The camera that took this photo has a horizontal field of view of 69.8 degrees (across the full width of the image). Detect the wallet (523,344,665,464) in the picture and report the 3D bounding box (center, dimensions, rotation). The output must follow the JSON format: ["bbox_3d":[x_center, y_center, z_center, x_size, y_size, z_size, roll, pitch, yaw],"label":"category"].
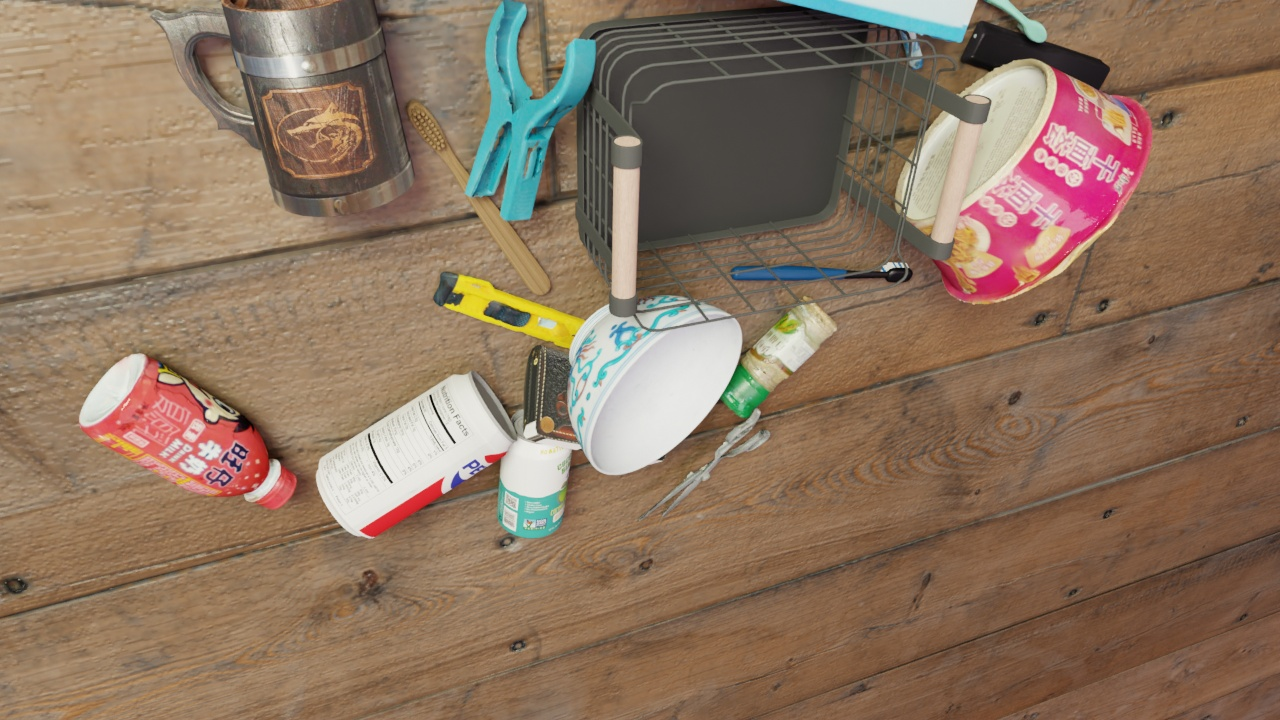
[{"bbox_3d":[-0.033,0.037,0.710,0.123,0.072,0.020,17,155,-35],"label":"wallet"}]

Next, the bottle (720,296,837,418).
[{"bbox_3d":[0.112,-0.002,0.761,0.111,0.043,0.043,-45,130,11],"label":"bottle"}]

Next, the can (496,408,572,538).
[{"bbox_3d":[-0.084,0.090,0.731,0.054,0.055,0.102,-5,126,-22],"label":"can"}]

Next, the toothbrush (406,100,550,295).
[{"bbox_3d":[-0.103,-0.101,0.605,0.016,0.016,0.167,-34,132,-1],"label":"toothbrush"}]

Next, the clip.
[{"bbox_3d":[-0.083,-0.161,0.554,0.130,0.121,0.031,-45,169,36],"label":"clip"}]

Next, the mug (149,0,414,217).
[{"bbox_3d":[-0.190,-0.143,0.497,0.116,0.079,0.107,-4,126,-2],"label":"mug"}]

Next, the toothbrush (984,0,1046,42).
[{"bbox_3d":[0.240,-0.262,0.641,0.135,0.017,0.022,25,113,-28],"label":"toothbrush"}]

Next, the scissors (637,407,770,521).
[{"bbox_3d":[0.060,0.090,0.798,0.141,0.014,0.162,-29,159,-18],"label":"scissors"}]

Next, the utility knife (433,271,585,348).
[{"bbox_3d":[-0.075,-0.030,0.673,0.164,0.017,0.031,17,125,-37],"label":"utility knife"}]

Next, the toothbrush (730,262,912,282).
[{"bbox_3d":[0.149,-0.071,0.743,0.167,0.014,0.014,-1,136,-20],"label":"toothbrush"}]

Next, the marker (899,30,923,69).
[{"bbox_3d":[0.170,-0.256,0.617,0.013,0.013,0.142,-34,131,2],"label":"marker"}]

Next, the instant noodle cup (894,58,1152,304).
[{"bbox_3d":[0.257,-0.135,0.655,0.077,0.178,0.179,33,107,-17],"label":"instant noodle cup"}]

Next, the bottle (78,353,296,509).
[{"bbox_3d":[-0.289,0.056,0.606,0.062,0.062,0.137,-39,132,6],"label":"bottle"}]

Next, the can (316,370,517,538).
[{"bbox_3d":[-0.162,0.068,0.668,0.132,0.070,0.070,-32,131,0],"label":"can"}]

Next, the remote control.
[{"bbox_3d":[0.303,-0.226,0.698,0.136,0.015,0.032,4,122,-27],"label":"remote control"}]

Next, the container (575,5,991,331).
[{"bbox_3d":[0.076,-0.125,0.593,0.241,0.130,0.163,-11,128,-17],"label":"container"}]

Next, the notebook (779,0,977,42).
[{"bbox_3d":[0.095,-0.280,0.477,0.253,0.009,0.181,4,118,-19],"label":"notebook"}]

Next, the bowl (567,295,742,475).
[{"bbox_3d":[-0.004,0.004,0.663,0.143,0.074,0.144,-33,148,-24],"label":"bowl"}]
